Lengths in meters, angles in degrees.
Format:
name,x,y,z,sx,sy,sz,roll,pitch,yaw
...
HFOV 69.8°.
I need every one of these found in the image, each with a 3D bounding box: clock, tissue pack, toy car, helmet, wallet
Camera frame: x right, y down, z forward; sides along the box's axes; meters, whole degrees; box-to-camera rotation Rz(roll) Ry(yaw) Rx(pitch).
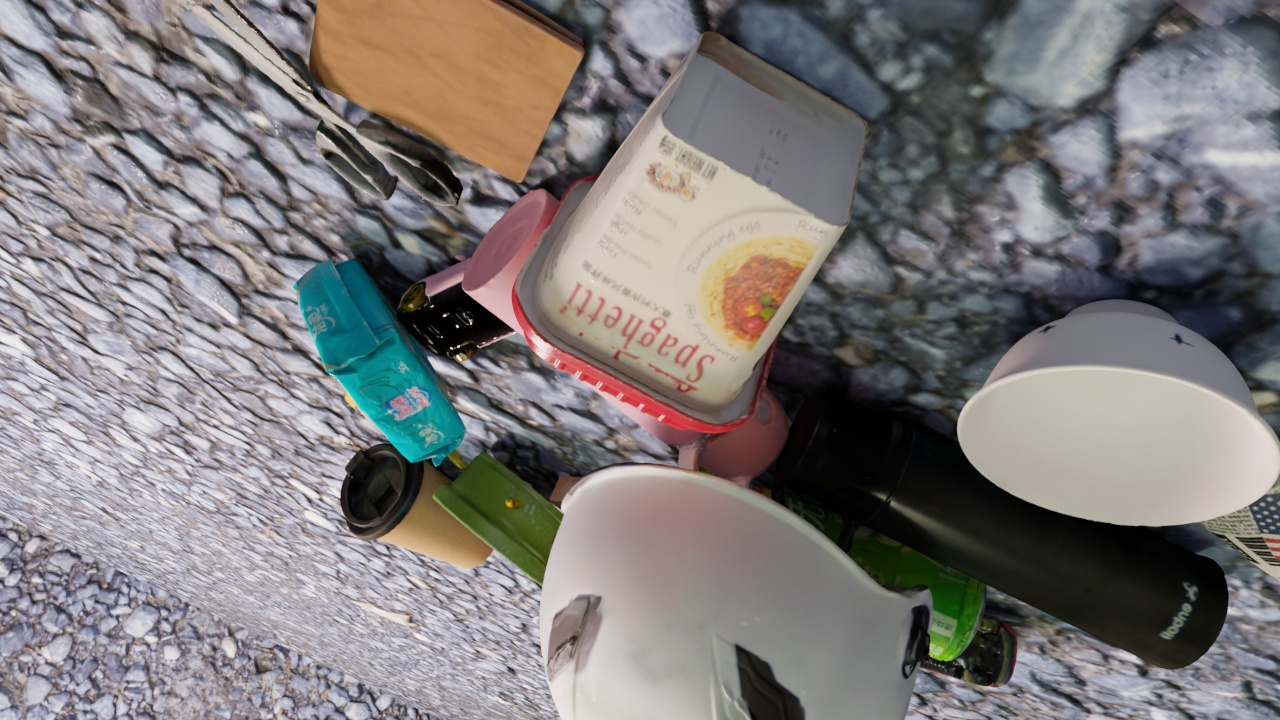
name,x,y,z,sx,sy,sz,roll,pitch,yaw
clock,-0.102,0.136,0.769,0.116,0.056,0.161,30,164,39
tissue pack,-0.169,0.004,0.606,0.093,0.050,0.133,52,170,38
toy car,-0.092,-0.037,0.544,0.123,0.037,0.056,-19,129,33
helmet,0.038,0.177,0.522,0.229,0.145,0.259,12,153,22
toy car,0.224,0.210,0.698,0.121,0.053,0.045,8,173,36
wallet,-0.089,-0.134,0.405,0.115,0.020,0.101,28,150,-11

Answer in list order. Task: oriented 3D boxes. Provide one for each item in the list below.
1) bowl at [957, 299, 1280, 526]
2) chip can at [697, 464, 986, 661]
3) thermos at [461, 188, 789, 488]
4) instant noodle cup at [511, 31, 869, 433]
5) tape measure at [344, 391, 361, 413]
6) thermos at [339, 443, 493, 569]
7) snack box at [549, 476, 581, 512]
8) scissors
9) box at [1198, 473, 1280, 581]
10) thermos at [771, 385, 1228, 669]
name,x,y,z,sx,sy,sz,roll,pitch,yaw
bowl,0.202,0.014,0.392,0.118,0.064,0.118,18,150,11
chip can,0.122,0.137,0.632,0.221,0.072,0.073,20,149,7
thermos,-0.003,0.003,0.492,0.067,0.087,0.198,-20,129,44
instant noodle cup,0.024,-0.052,0.377,0.116,0.116,0.124,27,138,-6
tape measure,-0.210,0.032,0.736,0.057,0.028,0.060,30,149,-12
thermos,-0.200,0.138,0.847,0.093,0.092,0.143,-4,148,39
snack box,0.002,0.150,0.778,0.085,0.026,0.157,-4,139,40
scissors,-0.158,-0.122,0.438,0.165,0.014,0.163,26,165,-13
box,0.338,0.088,0.447,0.164,0.051,0.069,31,139,-14
thermos,0.193,0.101,0.518,0.242,0.090,0.068,24,-168,-1
